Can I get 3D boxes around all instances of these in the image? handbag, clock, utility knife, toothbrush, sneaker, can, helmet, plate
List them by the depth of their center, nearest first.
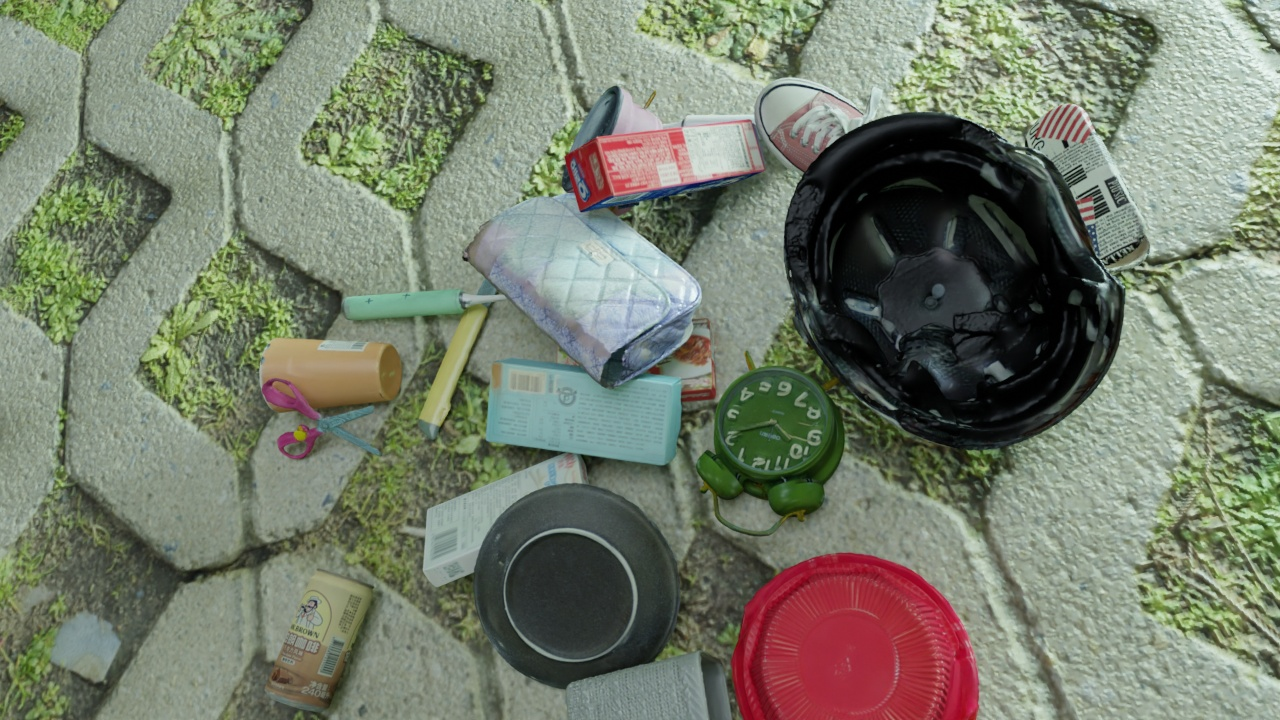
[{"bbox_3d":[0.249,-0.055,0.759,0.230,0.157,0.274,-37,72,7],"label":"helmet"},{"bbox_3d":[-0.057,0.193,0.768,0.179,0.024,0.179,1,94,9],"label":"plate"},{"bbox_3d":[0.113,0.076,0.800,0.116,0.056,0.161,13,71,21],"label":"clock"},{"bbox_3d":[-0.049,-0.072,0.825,0.133,0.076,0.194,-33,60,-31],"label":"handbag"},{"bbox_3d":[-0.288,0.251,0.828,0.058,0.058,0.116,10,70,19],"label":"can"},{"bbox_3d":[0.198,-0.196,0.867,0.118,0.088,0.241,-44,70,5],"label":"sneaker"},{"bbox_3d":[-0.033,-0.196,0.934,0.059,0.117,0.158,24,78,-23],"label":"clock"},{"bbox_3d":[-0.180,-0.023,0.946,0.031,0.022,0.220,15,77,17],"label":"utility knife"},{"bbox_3d":[-0.214,-0.061,0.956,0.225,0.026,0.027,-2,42,20],"label":"toothbrush"},{"bbox_3d":[0.078,-0.247,0.973,0.221,0.027,0.026,4,44,17],"label":"toothbrush"}]

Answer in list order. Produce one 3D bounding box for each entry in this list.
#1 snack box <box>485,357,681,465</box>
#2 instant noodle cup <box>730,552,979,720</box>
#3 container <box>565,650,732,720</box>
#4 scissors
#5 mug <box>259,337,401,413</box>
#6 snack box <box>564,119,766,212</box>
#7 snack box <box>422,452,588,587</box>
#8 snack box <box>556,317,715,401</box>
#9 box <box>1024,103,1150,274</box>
[{"bbox_3d":[-0.052,0.045,0.838,0.175,0.051,0.074,7,98,12],"label":"snack box"},{"bbox_3d":[0.162,0.238,0.710,0.194,0.066,0.193,-6,65,14],"label":"instant noodle cup"},{"bbox_3d":[0.008,0.286,0.718,0.114,0.090,0.090,-14,63,12],"label":"container"},{"bbox_3d":[-0.320,0.058,0.911,0.134,0.130,0.017,-18,27,22],"label":"scissors"},{"bbox_3d":[-0.312,0.013,0.937,0.123,0.078,0.078,-3,66,9],"label":"mug"},{"bbox_3d":[0.029,-0.186,0.871,0.057,0.207,0.058,-13,94,52],"label":"snack box"},{"bbox_3d":[-0.120,0.140,0.830,0.157,0.027,0.084,-22,32,4],"label":"snack box"},{"bbox_3d":[-0.005,0.005,0.881,0.153,0.025,0.075,-6,65,12],"label":"snack box"},{"bbox_3d":[0.392,-0.156,0.816,0.075,0.083,0.163,-18,65,14],"label":"box"}]
